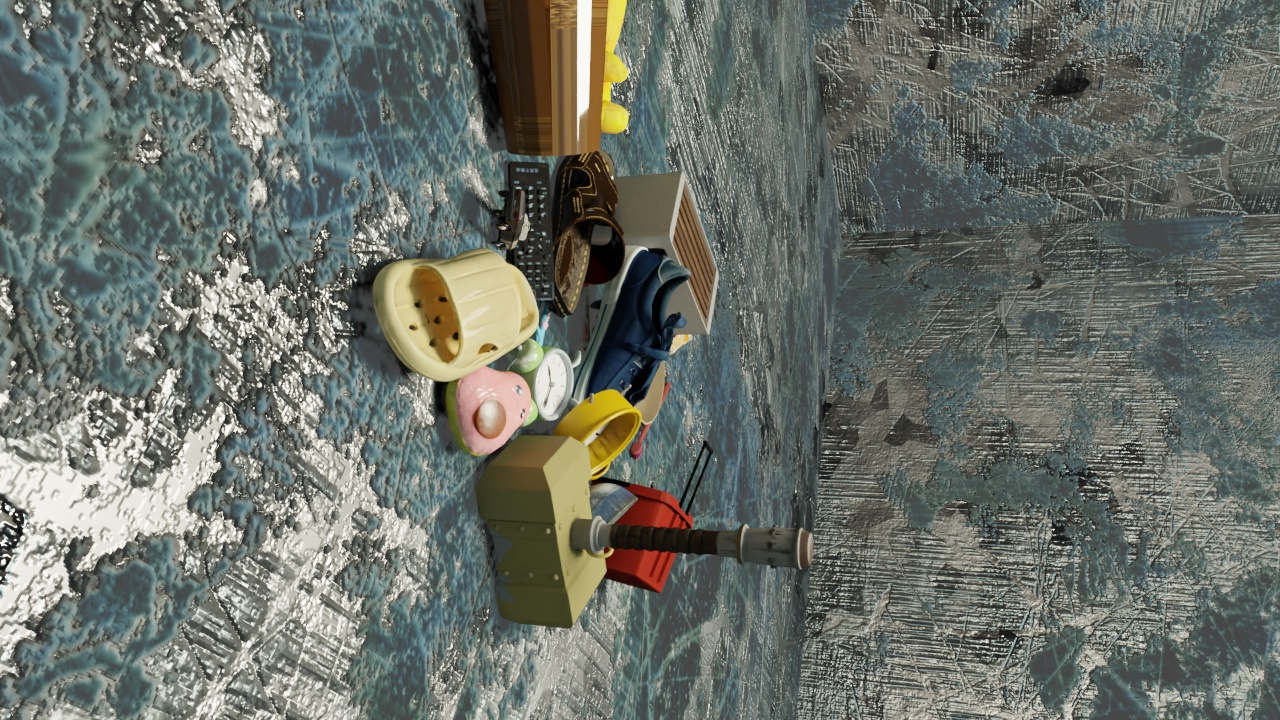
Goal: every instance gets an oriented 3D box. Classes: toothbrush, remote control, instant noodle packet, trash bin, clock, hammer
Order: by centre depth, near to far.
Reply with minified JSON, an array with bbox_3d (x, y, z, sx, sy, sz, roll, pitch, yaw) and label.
[{"bbox_3d":[0.011,0.181,0.937,0.100,0.325,0.190,-49,135,-62],"label":"hammer"},{"bbox_3d":[-0.114,0.025,0.998,0.119,0.043,0.094,9,86,-64],"label":"clock"},{"bbox_3d":[-0.120,-0.140,1.001,0.022,0.047,0.150,-179,-94,-66],"label":"remote control"},{"bbox_3d":[-0.061,0.095,1.055,0.113,0.052,0.152,-11,141,-53],"label":"clock"},{"bbox_3d":[0.024,-0.144,1.292,0.229,0.115,0.114,62,33,-53],"label":"trash bin"},{"bbox_3d":[0.017,0.091,1.424,0.189,0.016,0.016,-62,151,-53],"label":"toothbrush"},{"bbox_3d":[0.049,-0.064,1.482,0.135,0.040,0.098,-39,127,-64],"label":"instant noodle packet"}]

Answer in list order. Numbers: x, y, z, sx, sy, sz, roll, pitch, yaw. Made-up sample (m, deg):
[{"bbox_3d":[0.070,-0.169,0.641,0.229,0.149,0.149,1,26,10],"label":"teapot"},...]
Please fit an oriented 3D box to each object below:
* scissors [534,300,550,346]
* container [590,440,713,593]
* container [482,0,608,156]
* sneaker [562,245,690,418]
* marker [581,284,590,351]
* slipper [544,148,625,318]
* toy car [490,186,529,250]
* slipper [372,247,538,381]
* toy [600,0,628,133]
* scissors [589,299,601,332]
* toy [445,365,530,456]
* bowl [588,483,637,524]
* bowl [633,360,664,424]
[{"bbox_3d":[-0.112,-0.001,1.069,0.133,0.015,0.135,44,55,-61],"label":"scissors"},{"bbox_3d":[0.007,0.194,1.227,0.148,0.127,0.200,54,50,-59],"label":"container"},{"bbox_3d":[-0.094,-0.304,0.953,0.132,0.132,0.167,-48,140,-62],"label":"container"},{"bbox_3d":[-0.007,0.007,1.142,0.120,0.127,0.294,25,84,-67],"label":"sneaker"},{"bbox_3d":[-0.071,-0.083,1.178,0.012,0.013,0.142,-15,105,-70],"label":"marker"},{"bbox_3d":[-0.060,-0.163,1.106,0.113,0.076,0.267,67,27,-46],"label":"slipper"},{"bbox_3d":[-0.130,-0.143,0.933,0.092,0.037,0.040,140,-46,-72],"label":"toy car"},{"bbox_3d":[-0.142,-0.050,0.847,0.261,0.079,0.111,-26,100,-71],"label":"slipper"},{"bbox_3d":[-0.072,-0.352,1.068,0.087,0.135,0.194,0,96,-27],"label":"toy"},{"bbox_3d":[-0.047,-0.056,1.229,0.128,0.019,0.141,77,17,-49],"label":"scissors"},{"bbox_3d":[-0.147,0.043,0.898,0.109,0.051,0.090,-28,110,-64],"label":"toy"},{"bbox_3d":[-0.064,0.183,1.099,0.061,0.114,0.114,47,20,7],"label":"bowl"},{"bbox_3d":[-0.013,0.014,1.285,0.152,0.050,0.152,0,90,-71],"label":"bowl"}]
